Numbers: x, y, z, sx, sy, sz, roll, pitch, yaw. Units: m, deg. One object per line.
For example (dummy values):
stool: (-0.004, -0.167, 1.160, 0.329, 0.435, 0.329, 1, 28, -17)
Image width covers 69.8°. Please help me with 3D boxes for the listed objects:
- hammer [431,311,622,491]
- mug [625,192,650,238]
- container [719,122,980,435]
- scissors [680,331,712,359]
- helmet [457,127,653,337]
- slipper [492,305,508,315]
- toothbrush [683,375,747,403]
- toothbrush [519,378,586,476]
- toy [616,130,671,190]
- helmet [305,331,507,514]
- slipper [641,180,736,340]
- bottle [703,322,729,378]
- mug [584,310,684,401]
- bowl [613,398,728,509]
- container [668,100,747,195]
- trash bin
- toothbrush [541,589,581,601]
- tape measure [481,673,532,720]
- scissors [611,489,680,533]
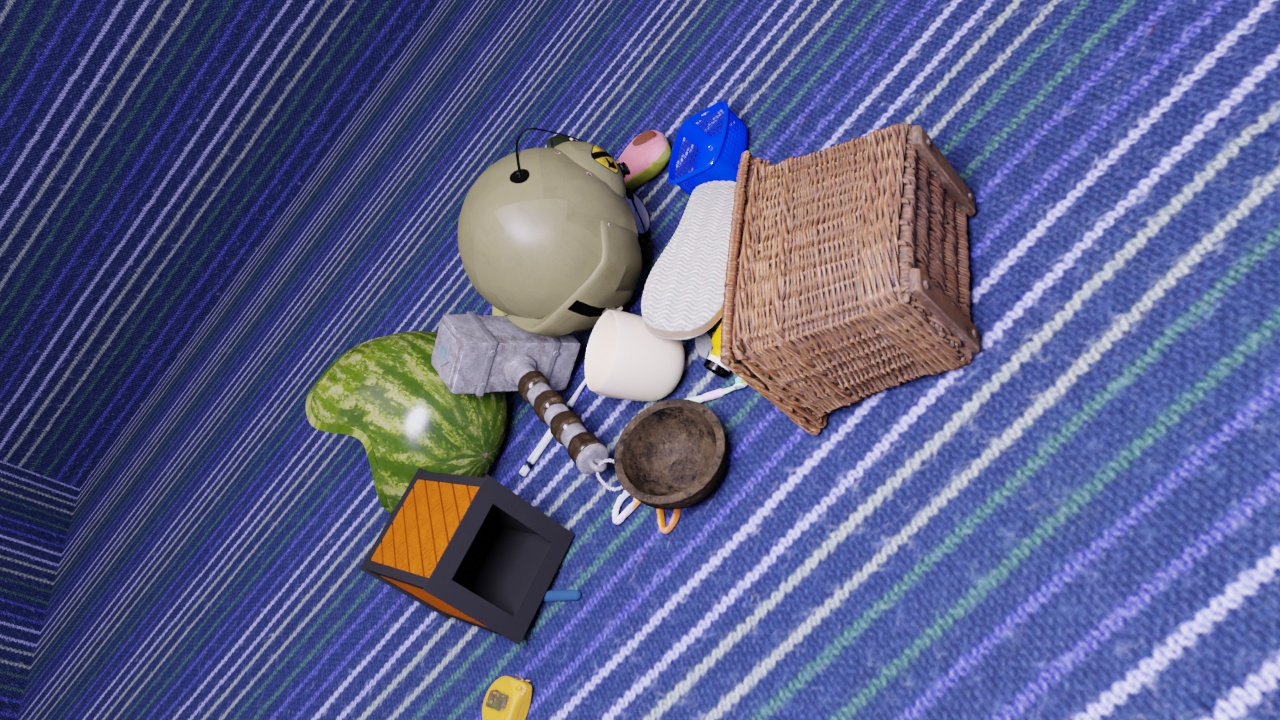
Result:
hammer: (-0.114, 0.051, 1.110, 0.326, 0.176, 0.080, 45, 125, 43)
mug: (-0.036, -0.176, 1.290, 0.083, 0.073, 0.105, -27, 70, 37)
container: (0.199, -0.088, 0.850, 0.184, 0.162, 0.249, -18, 51, 38)
scissors: (0.057, -0.053, 1.115, 0.146, 0.019, 0.133, -2, 64, 49)
helmet: (-0.106, -0.143, 1.158, 0.251, 0.255, 0.232, -42, 34, 22)
slipper: (-0.161, -0.046, 1.319, 0.082, 0.091, 0.190, -29, 47, 31)
toothbrush: (0.058, 0.046, 1.038, 0.155, 0.015, 0.022, -23, 12, 39)
toothbrush: (-0.104, 0.077, 1.215, 0.187, 0.012, 0.017, -55, 38, 4)
toy: (-0.003, -0.288, 1.345, 0.110, 0.051, 0.090, -42, 36, 22)
helmet: (-0.301, 0.080, 1.269, 0.247, 0.213, 0.243, 35, 77, 29)
slipper: (0.071, -0.118, 1.089, 0.115, 0.052, 0.262, 7, 50, 19)
bottle: (0.118, -0.048, 1.014, 0.143, 0.043, 0.043, -59, 34, -2)
mug: (-0.006, 0.006, 1.077, 0.120, 0.099, 0.096, -56, 31, 40)
bowl: (0.038, 0.107, 0.968, 0.121, 0.056, 0.121, -12, 54, 17)
container: (0.093, -0.272, 1.208, 0.096, 0.058, 0.114, -17, 51, 43)
trash bin: (-0.207, 0.227, 1.090, 0.172, 0.139, 0.139, -4, 52, 51)
toothbrush: (-0.128, 0.279, 1.083, 0.168, 0.014, 0.014, -17, 43, 44)
tape measure: (-0.150, 0.380, 1.016, 0.059, 0.030, 0.068, -2, 62, 48)
scissors: (0.012, 0.145, 1.020, 0.131, 0.011, 0.125, -35, 40, 24)
